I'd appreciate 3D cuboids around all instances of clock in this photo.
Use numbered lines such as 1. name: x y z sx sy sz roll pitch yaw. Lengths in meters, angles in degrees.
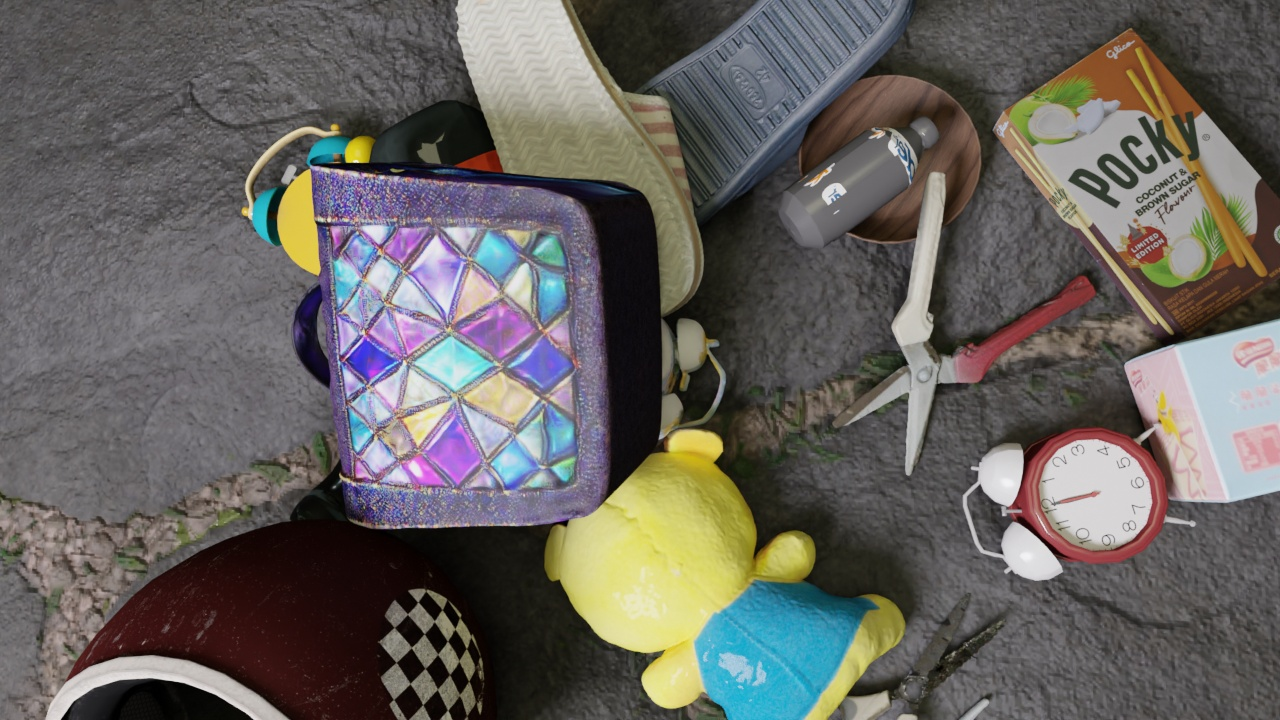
1. clock: -0.004 0.004 0.624 0.125 0.052 0.088 20 83 7
2. clock: 0.268 0.088 0.575 0.124 0.044 0.087 -15 79 4
3. clock: -0.230 -0.111 0.677 0.099 0.044 0.129 -44 85 -1

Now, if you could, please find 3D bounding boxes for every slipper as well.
1. slipper: -0.037 -0.145 0.603 0.115 0.052 0.263 -30 81 23
2. slipper: 0.073 -0.167 0.619 0.264 0.082 0.101 -36 76 25

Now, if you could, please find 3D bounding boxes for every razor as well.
1. razor: -0.186 0.070 0.629 0.053 0.064 0.140 31 86 10

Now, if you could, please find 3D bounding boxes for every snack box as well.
1. snack box: 0.366 0.029 0.554 0.093 0.079 0.094 -15 81 5
2. snack box: 0.335 -0.115 0.606 0.101 0.031 0.186 -33 78 1

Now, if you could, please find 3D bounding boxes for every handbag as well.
1. handbag: -0.106 -0.015 0.543 0.222 0.125 0.205 2 103 17

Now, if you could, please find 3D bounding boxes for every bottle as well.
1. bottle: 0.142 -0.117 0.591 0.112 0.047 0.047 -37 78 1

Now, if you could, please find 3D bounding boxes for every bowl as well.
1. bowl: 0.169 -0.134 0.631 0.119 0.032 0.119 -1 80 7

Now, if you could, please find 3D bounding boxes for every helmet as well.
1. helmet: -0.189 0.212 0.508 0.234 0.253 0.234 -14 102 18

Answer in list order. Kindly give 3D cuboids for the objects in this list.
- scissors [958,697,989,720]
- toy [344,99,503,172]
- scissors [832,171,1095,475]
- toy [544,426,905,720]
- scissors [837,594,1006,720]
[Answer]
1. scissors: 0.183 0.291 0.569 0.141 0.014 0.165 45 85 6
2. toy: -0.131 -0.118 0.641 0.100 0.097 0.119 -12 106 47
3. scissors: 0.202 -0.031 0.602 0.199 0.015 0.179 -24 99 -3
4. toy: 0.045 0.143 0.576 0.214 0.084 0.148 42 79 13
5. scissors: 0.154 0.215 0.574 0.154 0.012 0.163 -2 56 26
